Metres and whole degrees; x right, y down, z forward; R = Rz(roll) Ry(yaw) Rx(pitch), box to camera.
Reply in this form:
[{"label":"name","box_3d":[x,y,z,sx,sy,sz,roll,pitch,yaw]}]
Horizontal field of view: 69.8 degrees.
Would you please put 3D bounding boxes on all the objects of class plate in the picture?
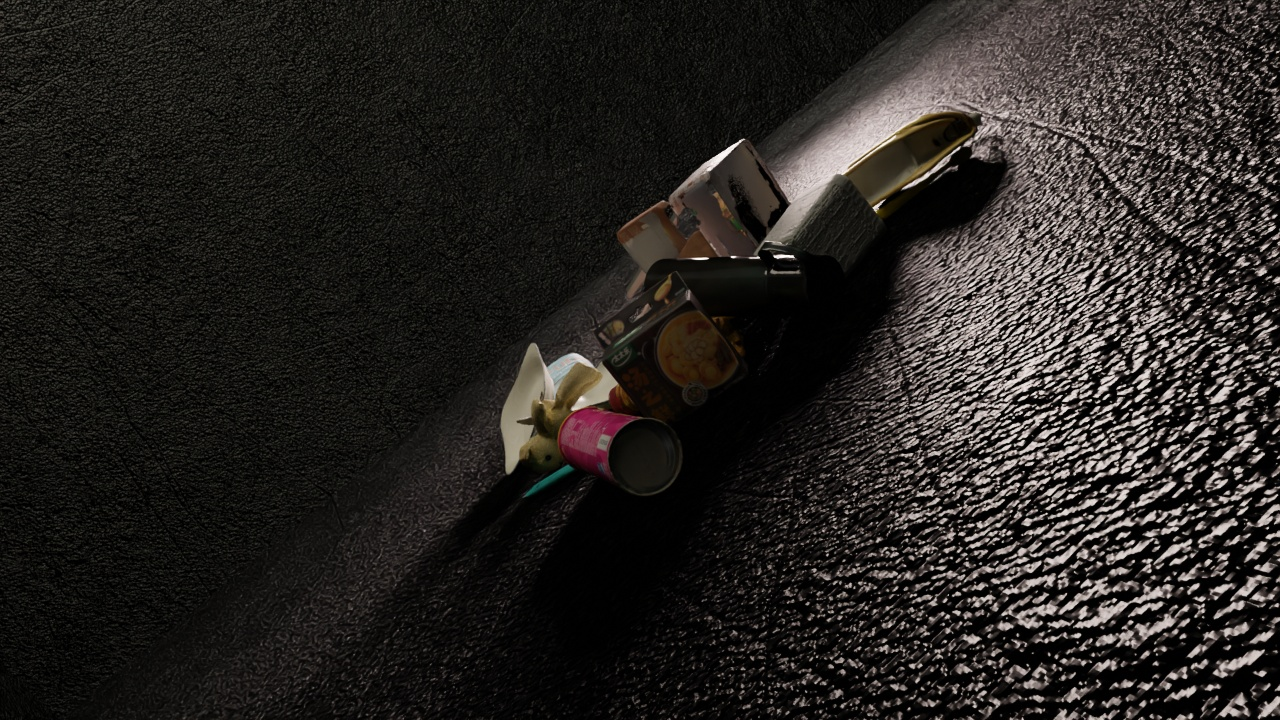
[{"label":"plate","box_3d":[-0.162,0.073,1.352,0.164,0.034,0.164,-64,24,26]},{"label":"plate","box_3d":[-0.007,0.007,1.211,0.161,0.034,0.266,-56,14,-23]}]

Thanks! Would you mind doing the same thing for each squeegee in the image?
[{"label":"squeegee","box_3d":[-0.002,-0.070,1.448,0.248,0.040,0.249,129,162,-58]}]

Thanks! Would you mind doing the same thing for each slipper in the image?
[{"label":"slipper","box_3d":[-0.118,0.033,1.446,0.104,0.074,0.245,-39,9,-6]}]

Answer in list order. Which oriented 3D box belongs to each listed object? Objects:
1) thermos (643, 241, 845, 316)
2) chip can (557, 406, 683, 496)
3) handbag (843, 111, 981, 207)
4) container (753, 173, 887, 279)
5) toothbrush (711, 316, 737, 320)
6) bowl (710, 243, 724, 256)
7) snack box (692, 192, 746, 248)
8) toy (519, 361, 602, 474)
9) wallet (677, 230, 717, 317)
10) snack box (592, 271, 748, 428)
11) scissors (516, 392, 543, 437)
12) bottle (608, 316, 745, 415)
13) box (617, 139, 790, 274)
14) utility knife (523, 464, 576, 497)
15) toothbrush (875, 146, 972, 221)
[{"label":"thermos","box_3d":[0.100,-0.089,0.986,0.243,0.090,0.068,3,47,51]},{"label":"chip can","box_3d":[-0.025,0.085,0.894,0.071,0.071,0.211,-41,11,-13]},{"label":"handbag","box_3d":[0.327,-0.250,1.112,0.178,0.063,0.164,-34,1,-27]},{"label":"container","box_3d":[0.193,-0.128,1.010,0.114,0.090,0.090,-49,13,-30]},{"label":"toothbrush","box_3d":[0.084,-0.049,1.066,0.190,0.018,0.016,-19,-17,-42]},{"label":"bowl","box_3d":[0.096,-0.125,1.402,0.118,0.065,0.118,-37,10,8]},{"label":"snack box","box_3d":[0.179,-0.257,1.561,0.118,0.117,0.105,-25,13,45]},{"label":"toy","box_3d":[-0.100,0.073,1.168,0.157,0.066,0.105,-60,-18,-14]},{"label":"wallet","box_3d":[0.076,-0.090,1.152,0.020,0.101,0.116,-25,-19,-35]},{"label":"snack box","box_3d":[0.029,-0.006,0.940,0.113,0.125,0.053,-36,13,14]},{"label":"scissors","box_3d":[-0.132,0.081,1.240,0.175,0.014,0.160,-35,-25,-54]},{"label":"bottle","box_3d":[0.036,0.013,1.028,0.175,0.057,0.057,-31,12,37]},{"label":"box","box_3d":[0.092,-0.154,1.231,0.193,0.183,0.156,-25,16,44]},{"label":"utility knife","box_3d":[-0.085,0.128,1.081,0.157,0.013,0.029,-33,10,29]},{"label":"toothbrush","box_3d":[0.306,-0.188,1.078,0.190,0.015,0.016,-37,6,12]}]
